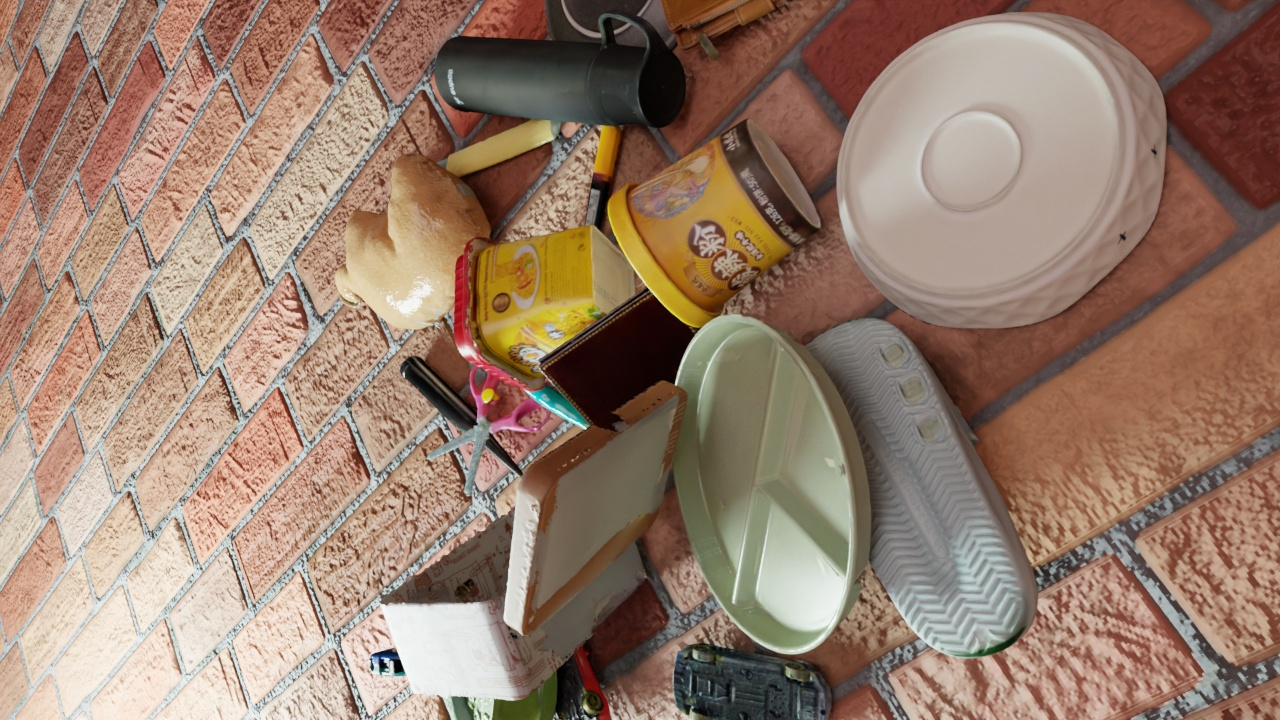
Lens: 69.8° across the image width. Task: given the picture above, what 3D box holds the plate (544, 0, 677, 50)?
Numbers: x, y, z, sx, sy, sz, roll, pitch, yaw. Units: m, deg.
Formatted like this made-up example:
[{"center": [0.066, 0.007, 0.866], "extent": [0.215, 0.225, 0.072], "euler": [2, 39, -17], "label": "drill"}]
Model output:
[{"center": [-0.021, -0.328, 0.778], "extent": [0.180, 0.024, 0.179], "euler": [-2, 87, 36], "label": "plate"}]

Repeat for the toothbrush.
[{"center": [-0.159, 0.061, 0.868], "extent": [0.213, 0.027, 0.026], "euler": [37, 154, 30], "label": "toothbrush"}]

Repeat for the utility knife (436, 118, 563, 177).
[{"center": [-0.152, -0.198, 0.874], "extent": [0.209, 0.021, 0.031], "euler": [-10, 79, 29], "label": "utility knife"}]

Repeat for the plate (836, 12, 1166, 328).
[{"center": [0.215, -0.122, 0.582], "extent": [0.205, 0.045, 0.205], "euler": [-2, 86, 36], "label": "plate"}]

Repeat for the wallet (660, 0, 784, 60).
[{"center": [0.073, -0.302, 0.691], "extent": [0.131, 0.035, 0.119], "euler": [-21, 81, 22], "label": "wallet"}]

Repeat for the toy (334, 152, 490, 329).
[{"center": [-0.234, -0.093, 0.896], "extent": [0.227, 0.082, 0.143], "euler": [-37, 77, 34], "label": "toy"}]

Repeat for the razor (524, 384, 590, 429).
[{"center": [-0.056, 0.049, 0.787], "extent": [0.132, 0.028, 0.043], "euler": [32, 93, 28], "label": "razor"}]

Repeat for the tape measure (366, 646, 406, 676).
[{"center": [-0.226, 0.292, 0.890], "extent": [0.055, 0.058, 0.025], "euler": [-7, 84, 32], "label": "tape measure"}]

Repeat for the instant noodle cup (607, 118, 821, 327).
[{"center": [0.057, -0.102, 0.661], "extent": [0.115, 0.118, 0.118], "euler": [-33, 69, 22], "label": "instant noodle cup"}]

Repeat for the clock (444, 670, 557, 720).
[{"center": [-0.132, 0.269, 0.807], "extent": [0.161, 0.056, 0.116], "euler": [21, 104, 55], "label": "clock"}]

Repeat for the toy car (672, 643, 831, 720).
[{"center": [0.081, 0.242, 0.677], "extent": [0.121, 0.036, 0.054], "euler": [2, 89, 27], "label": "toy car"}]

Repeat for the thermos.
[{"center": [-0.074, -0.249, 0.778], "extent": [0.243, 0.068, 0.090], "euler": [16, 123, 37], "label": "thermos"}]

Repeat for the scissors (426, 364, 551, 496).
[{"center": [-0.135, 0.059, 0.836], "extent": [0.132, 0.017, 0.133], "euler": [2, 69, 22], "label": "scissors"}]

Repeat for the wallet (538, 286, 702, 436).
[{"center": [-0.004, 0.004, 0.710], "extent": [0.122, 0.020, 0.096], "euler": [-33, 112, 18], "label": "wallet"}]

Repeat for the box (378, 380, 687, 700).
[{"center": [-0.063, 0.143, 0.680], "extent": [0.132, 0.178, 0.272], "euler": [48, 127, 8], "label": "box"}]

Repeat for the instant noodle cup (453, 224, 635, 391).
[{"center": [-0.074, -0.048, 0.753], "extent": [0.124, 0.116, 0.116], "euler": [-15, 63, 24], "label": "instant noodle cup"}]

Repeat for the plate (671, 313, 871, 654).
[{"center": [0.082, 0.082, 0.626], "extent": [0.231, 0.027, 0.230], "euler": [173, 90, -66], "label": "plate"}]

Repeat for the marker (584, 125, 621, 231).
[{"center": [-0.035, -0.142, 0.789], "extent": [0.018, 0.015, 0.124], "euler": [20, 103, 37], "label": "marker"}]

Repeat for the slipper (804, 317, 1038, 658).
[{"center": [0.172, 0.072, 0.587], "extent": [0.104, 0.074, 0.245], "euler": [-41, 48, 23], "label": "slipper"}]

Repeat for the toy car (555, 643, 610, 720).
[{"center": [-0.058, 0.270, 0.780], "extent": [0.049, 0.031, 0.106], "euler": [-51, 49, 28], "label": "toy car"}]
